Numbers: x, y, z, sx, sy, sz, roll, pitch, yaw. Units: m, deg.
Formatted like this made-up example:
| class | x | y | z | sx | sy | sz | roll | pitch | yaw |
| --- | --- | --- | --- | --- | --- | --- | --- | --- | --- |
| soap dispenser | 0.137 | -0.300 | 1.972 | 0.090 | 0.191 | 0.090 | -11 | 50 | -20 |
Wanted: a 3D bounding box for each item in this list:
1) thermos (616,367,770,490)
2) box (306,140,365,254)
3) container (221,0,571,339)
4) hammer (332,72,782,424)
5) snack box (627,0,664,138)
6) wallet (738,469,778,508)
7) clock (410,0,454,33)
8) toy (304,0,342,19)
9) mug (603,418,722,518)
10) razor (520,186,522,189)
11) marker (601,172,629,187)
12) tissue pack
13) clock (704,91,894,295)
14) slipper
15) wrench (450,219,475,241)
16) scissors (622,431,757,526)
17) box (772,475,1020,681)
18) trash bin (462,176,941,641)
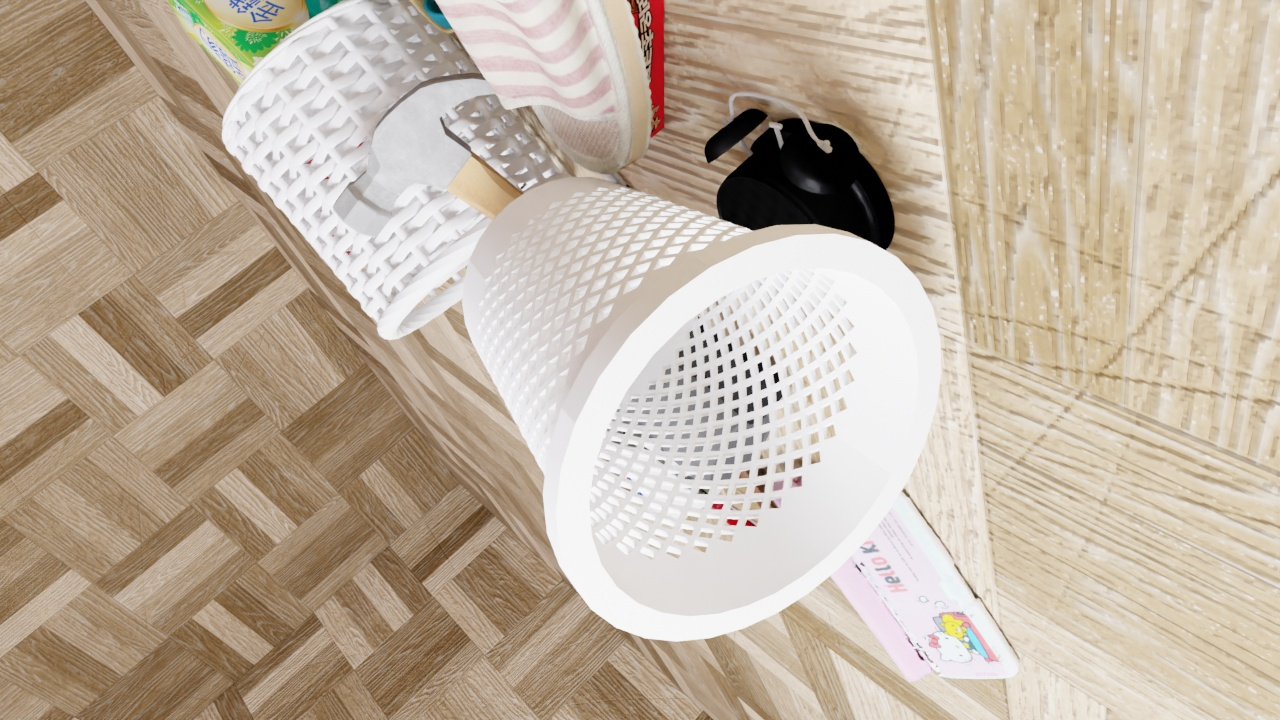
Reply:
| class | x | y | z | sx | sy | sz | roll | pitch | yaw |
| --- | --- | --- | --- | --- | --- | --- | --- | --- | --- |
| thermos | -0.005 | 0.005 | 0.782 | 0.240 | 0.082 | 0.082 | 38 | 160 | 27 |
| box | -0.375 | -0.205 | 1.076 | 0.156 | 0.157 | 0.170 | 51 | -163 | -10 |
| container | -0.179 | -0.145 | 0.699 | 0.187 | 0.189 | 0.190 | 50 | 162 | -4 |
| hammer | -0.030 | -0.059 | 0.611 | 0.328 | 0.131 | 0.039 | 36 | -168 | -22 |
| snack box | -0.047 | -0.207 | 0.511 | 0.132 | 0.035 | 0.152 | 41 | 161 | 20 |
| wallet | 0.120 | 0.138 | 0.831 | 0.121 | 0.013 | 0.087 | 54 | 178 | 17 |
| clock | -0.134 | -0.266 | 0.584 | 0.099 | 0.043 | 0.130 | 49 | 155 | -3 |
| toy | -0.243 | -0.309 | 0.712 | 0.130 | 0.072 | 0.194 | 39 | 151 | 21 |
| mug | 0.024 | 0.080 | 0.887 | 0.090 | 0.091 | 0.121 | 56 | -165 | -25 |
| razor | -0.126 | -0.142 | 0.814 | 0.143 | 0.052 | 0.047 | 54 | -158 | -12 |
| marker | -0.045 | -0.156 | 0.653 | 0.152 | 0.011 | 0.011 | 47 | 162 | 1 |
| tissue pack | -0.360 | -0.307 | 0.914 | 0.197 | 0.120 | 0.142 | 49 | 162 | 16 |
| clock | 0.077 | -0.085 | 0.469 | 0.091 | 0.042 | 0.121 | 30 | 155 | 44 |
| slipper | -0.067 | -0.193 | 0.438 | 0.115 | 0.052 | 0.263 | 32 | 156 | 38 |
| wrench | -0.173 | -0.146 | 0.965 | 0.066 | 0.018 | 0.274 | 54 | 162 | -16 |
| scissors | 0.071 | 0.125 | 0.761 | 0.185 | 0.015 | 0.179 | 38 | 180 | 35 |
| box | 0.191 | 0.179 | 0.730 | 0.201 | 0.066 | 0.154 | 53 | 162 | -16 |
| trash bin | 0.006 | -0.002 | 0.466 | 0.199 | 0.195 | 0.195 | 41 | 164 | 50 |
